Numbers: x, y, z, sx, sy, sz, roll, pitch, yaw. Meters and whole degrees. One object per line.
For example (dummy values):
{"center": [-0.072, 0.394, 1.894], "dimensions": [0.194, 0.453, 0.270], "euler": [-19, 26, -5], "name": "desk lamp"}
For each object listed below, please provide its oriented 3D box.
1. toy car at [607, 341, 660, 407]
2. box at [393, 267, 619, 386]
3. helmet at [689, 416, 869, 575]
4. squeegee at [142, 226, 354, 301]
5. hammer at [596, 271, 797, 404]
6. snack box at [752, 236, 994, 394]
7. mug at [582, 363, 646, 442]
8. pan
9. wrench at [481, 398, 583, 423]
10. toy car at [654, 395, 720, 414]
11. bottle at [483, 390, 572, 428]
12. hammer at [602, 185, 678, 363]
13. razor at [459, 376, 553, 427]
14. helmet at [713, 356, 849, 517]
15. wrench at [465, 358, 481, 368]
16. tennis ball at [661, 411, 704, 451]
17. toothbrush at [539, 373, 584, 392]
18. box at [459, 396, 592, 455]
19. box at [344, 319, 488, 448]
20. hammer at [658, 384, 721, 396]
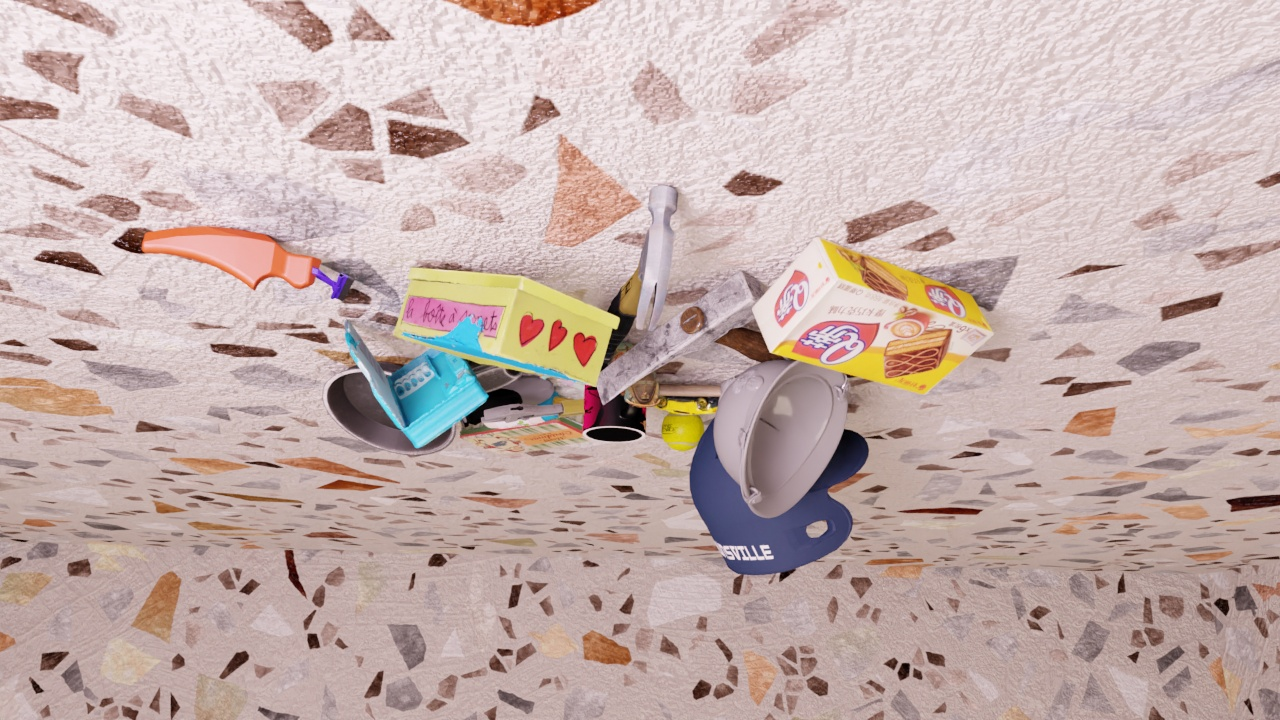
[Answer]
{"center": [-0.006, 0.006, 1.101], "dimensions": [0.047, 0.111, 0.047], "euler": [3, 129, -27], "name": "toy car"}
{"center": [-0.137, -0.036, 0.901], "dimensions": [0.124, 0.080, 0.221], "euler": [19, 172, -37], "name": "box"}
{"center": [0.197, 0.154, 1.323], "dimensions": [0.271, 0.223, 0.233], "euler": [-23, -173, -26], "name": "helmet"}
{"center": [-0.374, -0.096, 0.881], "dimensions": [0.184, 0.055, 0.250], "euler": [9, 176, -20], "name": "squeegee"}
{"center": [0.113, 0.005, 1.083], "dimensions": [0.218, 0.037, 0.300], "euler": [-34, 150, 27], "name": "hammer"}
{"center": [0.238, -0.039, 0.936], "dimensions": [0.230, 0.061, 0.110], "euler": [14, 133, -31], "name": "snack box"}
{"center": [-0.026, 0.044, 1.182], "dimensions": [0.081, 0.098, 0.118], "euler": [9, 159, -21], "name": "mug"}
{"center": [-0.279, 0.044, 1.221], "dimensions": [0.358, 0.055, 0.187], "euler": [-22, 129, 33], "name": "pan"}
{"center": [-0.092, 0.065, 1.268], "dimensions": [0.272, 0.018, 0.084], "euler": [-5, 168, -30], "name": "wrench"}
{"center": [0.063, 0.058, 1.278], "dimensions": [0.107, 0.030, 0.049], "euler": [5, -165, 26], "name": "toy car"}
{"center": [-0.161, 0.068, 1.329], "dimensions": [0.146, 0.051, 0.051], "euler": [-8, 158, 22], "name": "bottle"}
{"center": [-0.014, -0.053, 0.922], "dimensions": [0.025, 0.117, 0.334], "euler": [8, 165, -9], "name": "hammer"}
{"center": [-0.193, 0.053, 1.289], "dimensions": [0.156, 0.057, 0.060], "euler": [-18, -160, 9], "name": "razor"}
{"center": [0.139, 0.064, 1.056], "dimensions": [0.118, 0.183, 0.271], "euler": [34, 164, 33], "name": "helmet"}
{"center": [-0.242, 0.016, 1.240], "dimensions": [0.073, 0.018, 0.274], "euler": [13, 159, -27], "name": "wrench"}
{"center": [0.064, 0.105, 1.394], "dimensions": [0.065, 0.065, 0.065], "euler": [1, 160, 0], "name": "tennis ball"}
{"center": [-0.085, 0.038, 1.290], "dimensions": [0.022, 0.015, 0.154], "euler": [10, 171, 43], "name": "toothbrush"}
{"center": [-0.175, 0.104, 1.436], "dimensions": [0.206, 0.049, 0.117], "euler": [-12, 157, 31], "name": "box"}
{"center": [-0.257, -0.002, 1.017], "dimensions": [0.121, 0.098, 0.227], "euler": [56, 172, -21], "name": "box"}
{"center": [0.093, 0.044, 1.227], "dimensions": [0.332, 0.031, 0.119], "euler": [-1, -170, 21], "name": "hammer"}
